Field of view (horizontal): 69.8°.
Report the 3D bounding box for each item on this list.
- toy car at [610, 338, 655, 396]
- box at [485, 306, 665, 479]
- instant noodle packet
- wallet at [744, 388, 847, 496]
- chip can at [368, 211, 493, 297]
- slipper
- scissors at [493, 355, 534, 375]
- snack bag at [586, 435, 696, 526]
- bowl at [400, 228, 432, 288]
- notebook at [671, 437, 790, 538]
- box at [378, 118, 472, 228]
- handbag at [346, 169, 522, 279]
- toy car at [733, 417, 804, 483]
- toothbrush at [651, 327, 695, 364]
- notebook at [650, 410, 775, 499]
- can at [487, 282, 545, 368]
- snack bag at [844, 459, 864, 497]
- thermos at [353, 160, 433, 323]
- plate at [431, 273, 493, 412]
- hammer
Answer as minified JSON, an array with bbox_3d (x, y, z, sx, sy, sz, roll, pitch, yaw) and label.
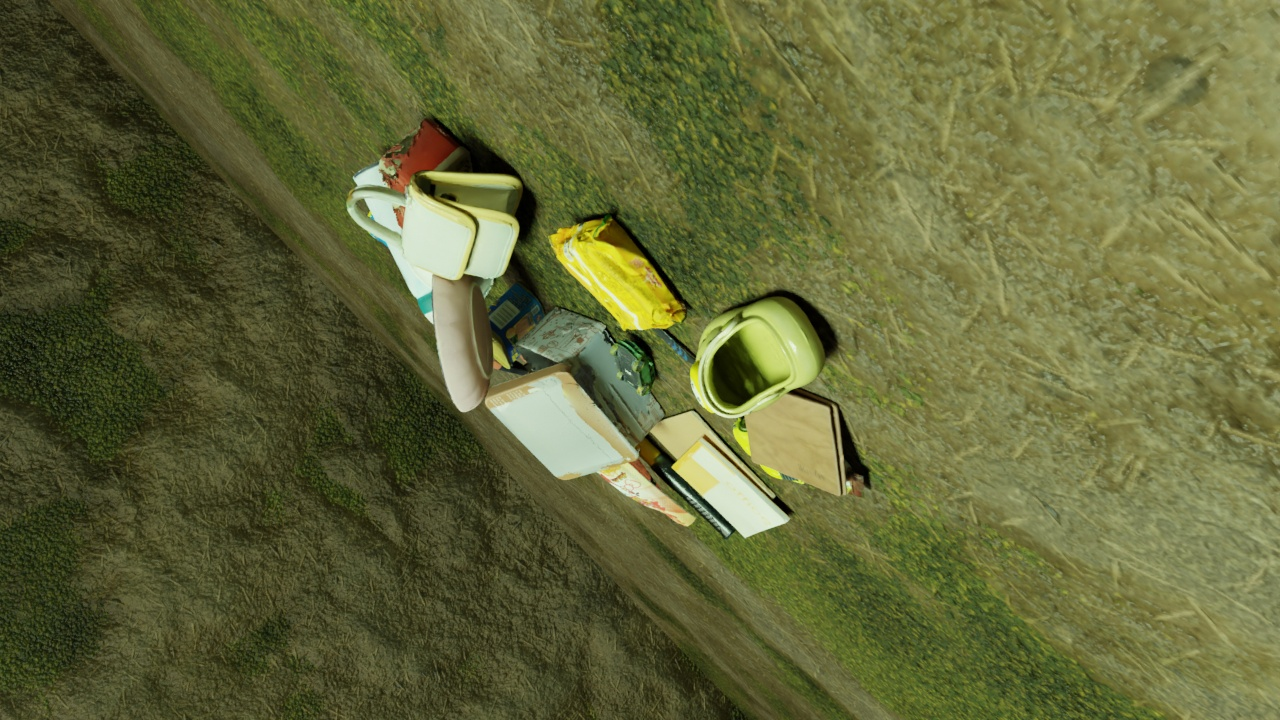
[{"bbox_3d":[-0.006,0.006,1.073,0.043,0.036,0.091,38,163,26],"label":"toy car"},{"bbox_3d":[-0.087,0.060,1.167,0.150,0.166,0.182,23,152,54],"label":"box"},{"bbox_3d":[-0.023,-0.084,0.887,0.128,0.044,0.111,48,157,-21],"label":"instant noodle packet"},{"bbox_3d":[0.140,0.067,0.851,0.115,0.020,0.101,21,133,48],"label":"wallet"},{"bbox_3d":[-0.310,-0.160,1.345,0.210,0.071,0.071,38,162,25],"label":"chip can"},{"bbox_3d":[0.081,0.003,0.769,0.091,0.081,0.191,62,160,3],"label":"slipper"},{"bbox_3d":[-0.172,0.006,1.368,0.225,0.015,0.188,51,-155,20],"label":"scissors"},{"bbox_3d":[-0.018,0.164,1.338,0.208,0.073,0.129,46,164,-26],"label":"snack bag"},{"bbox_3d":[-0.247,-0.152,1.199,0.065,0.118,0.118,-23,117,32],"label":"bowl"},{"bbox_3d":[0.111,0.170,1.193,0.146,0.010,0.207,43,163,5],"label":"notebook"},{"bbox_3d":[-0.251,-0.201,1.072,0.078,0.091,0.168,40,163,8],"label":"box"},{"bbox_3d":[-0.223,-0.143,0.986,0.164,0.178,0.063,132,138,-64],"label":"handbag"},{"bbox_3d":[0.134,0.096,0.961,0.105,0.032,0.048,31,159,44],"label":"toy car"},{"bbox_3d":[0.032,-0.018,0.963,0.189,0.016,0.014,43,156,12],"label":"toothbrush"},{"bbox_3d":[0.085,0.127,1.191,0.148,0.008,0.208,46,164,-4],"label":"notebook"},{"bbox_3d":[-0.178,-0.049,1.271,0.057,0.083,0.102,39,162,19],"label":"can"},{"bbox_3d":[0.170,0.096,0.880,0.104,0.026,0.048,35,157,34],"label":"snack bag"},{"bbox_3d":[-0.309,-0.158,1.245,0.224,0.073,0.073,65,161,-6],"label":"thermos"},{"bbox_3d":[-0.212,-0.034,1.125,0.192,0.039,0.192,0,-98,-89],"label":"plate"},{"bbox_3d":[0.024,0.146,1.339,0.301,0.032,0.129,43,164,10],"label":"hammer"}]
